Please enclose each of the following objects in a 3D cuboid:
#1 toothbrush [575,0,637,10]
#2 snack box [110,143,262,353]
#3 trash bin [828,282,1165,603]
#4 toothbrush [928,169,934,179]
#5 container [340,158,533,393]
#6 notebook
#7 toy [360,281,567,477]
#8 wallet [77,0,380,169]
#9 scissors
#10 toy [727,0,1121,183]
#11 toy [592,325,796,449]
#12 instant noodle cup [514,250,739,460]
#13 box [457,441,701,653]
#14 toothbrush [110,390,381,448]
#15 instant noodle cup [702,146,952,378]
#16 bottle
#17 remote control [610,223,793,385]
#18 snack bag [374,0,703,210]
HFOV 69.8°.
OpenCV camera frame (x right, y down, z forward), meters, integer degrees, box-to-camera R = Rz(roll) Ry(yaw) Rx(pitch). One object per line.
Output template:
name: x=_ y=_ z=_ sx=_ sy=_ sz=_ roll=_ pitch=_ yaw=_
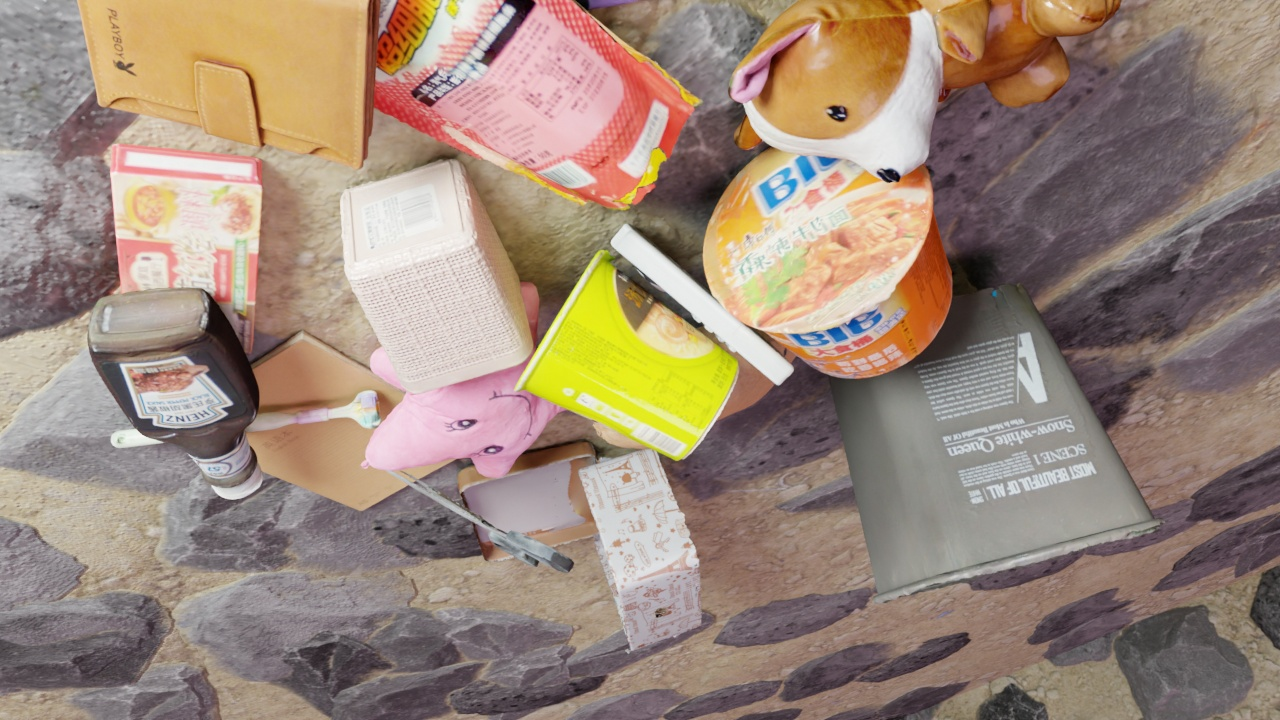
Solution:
toothbrush: x=0.052 y=-0.208 z=0.495 sx=0.189 sy=0.016 sz=0.014 roll=-13 pitch=138 yaw=-4
snack box: x=-0.271 y=-0.060 z=0.552 sx=0.075 sy=0.025 sz=0.153 roll=1 pitch=142 yaw=-25
trash bin: x=0.273 y=0.072 z=0.772 sx=0.199 sy=0.219 sz=0.199 roll=-12 pitch=162 yaw=-7
toothbrush: x=0.133 y=-0.100 z=0.681 sx=0.181 sy=0.018 sz=0.016 roll=-24 pitch=139 yaw=7
container: x=-0.129 y=-0.054 z=0.571 sx=0.090 sy=0.090 sz=0.111 roll=-17 pitch=142 yaw=-1
notebook: x=-0.246 y=0.059 z=0.743 sx=0.150 sy=0.012 sz=0.211 roll=-29 pitch=143 yaw=17
toy: x=-0.129 y=0.036 z=0.699 sx=0.178 sy=0.074 sz=0.195 roll=-30 pitch=144 yaw=-7
wallet: x=-0.191 y=-0.149 z=0.430 sx=0.131 sy=0.031 sz=0.108 roll=14 pitch=139 yaw=-9
scissors: x=-0.128 y=0.135 z=0.762 sx=0.165 sy=0.014 sz=0.163 roll=20 pitch=156 yaw=17
toy: x=0.146 y=-0.165 z=0.515 sx=0.200 sy=0.130 sz=0.140 roll=-12 pitch=168 yaw=5
toy: x=0.064 y=0.004 z=0.728 sx=0.226 sy=0.082 sz=0.143 roll=-25 pitch=-174 yaw=9
instant noodle cup: x=-0.004 y=0.004 z=0.618 sx=0.123 sy=0.111 sz=0.112 roll=31 pitch=131 yaw=-5
box: x=-0.052 y=0.188 z=0.876 sx=0.205 sy=0.157 sz=0.181 roll=-12 pitch=146 yaw=-7
toothbrush: x=-0.292 y=0.047 z=0.682 sx=0.189 sy=0.029 sz=0.020 roll=-6 pitch=-175 yaw=-10
instant noodle cup: x=0.133 y=-0.063 z=0.610 sx=0.152 sy=0.151 sz=0.111 roll=-30 pitch=143 yaw=18
bottle: x=-0.292 y=0.031 z=0.607 sx=0.080 sy=0.044 sz=0.195 roll=-7 pitch=145 yaw=-11
remote control: x=0.041 y=-0.038 z=0.626 sx=0.150 sy=0.058 sz=0.021 roll=39 pitch=98 yaw=-7
snack bag: x=-0.076 y=-0.152 z=0.479 sx=0.207 sy=0.073 sz=0.129 roll=23 pitch=139 yaw=-35
